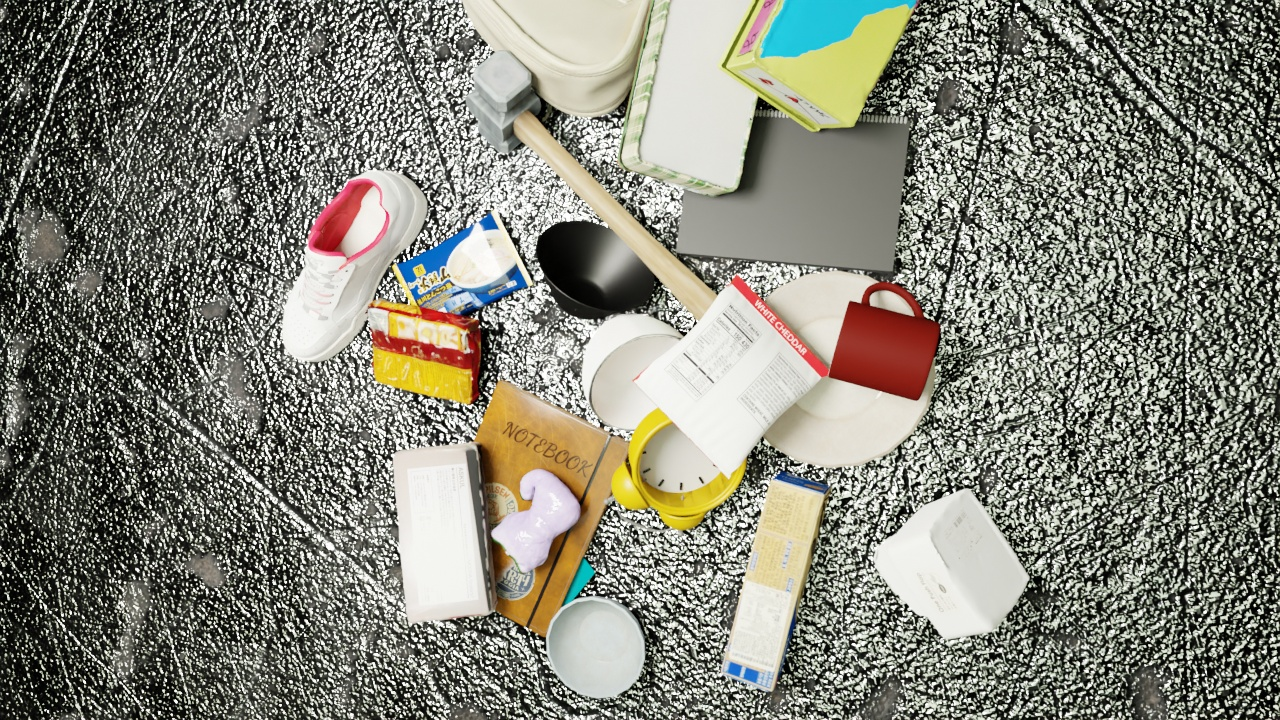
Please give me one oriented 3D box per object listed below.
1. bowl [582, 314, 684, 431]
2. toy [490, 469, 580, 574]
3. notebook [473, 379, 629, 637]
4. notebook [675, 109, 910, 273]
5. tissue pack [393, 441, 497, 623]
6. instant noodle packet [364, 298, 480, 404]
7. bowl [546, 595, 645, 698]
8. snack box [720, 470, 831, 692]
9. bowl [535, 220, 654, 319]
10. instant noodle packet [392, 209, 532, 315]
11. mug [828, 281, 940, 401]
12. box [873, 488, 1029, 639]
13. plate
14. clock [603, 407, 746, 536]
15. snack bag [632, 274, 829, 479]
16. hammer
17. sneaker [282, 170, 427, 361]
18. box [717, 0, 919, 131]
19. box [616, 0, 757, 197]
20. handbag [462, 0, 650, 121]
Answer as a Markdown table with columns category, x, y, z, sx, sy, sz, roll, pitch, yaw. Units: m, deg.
| category | x | y | z | sx | sy | sz | roll | pitch | yaw |
| --- | --- | --- | --- | --- | --- | --- | --- | --- | --- |
| bowl | -0.005 | 0.005 | 0.904 | 0.116 | 0.116 | 0.065 | -46 | 39 | 12 |
| toy | -0.111 | 0.165 | 0.960 | 0.100 | 0.036 | 0.080 | -46 | 72 | 8 |
| notebook | -0.121 | 0.171 | 0.990 | 0.178 | 0.014 | 0.249 | 25 | 99 | 11 |
| notebook | 0.146 | -0.167 | 0.887 | 0.207 | 0.016 | 0.149 | 7 | 86 | 14 |
| tissue pack | -0.211 | 0.180 | 0.978 | 0.104 | 0.071 | 0.181 | -7 | 94 | 0 |
| instant noodle packet | -0.233 | -0.011 | 0.983 | 0.135 | 0.039 | 0.099 | 12 | 117 | 13 |
| bowl | -0.043 | 0.295 | 0.965 | 0.106 | 0.039 | 0.106 | 1 | 94 | 14 |
| snack box | 0.134 | 0.217 | 0.908 | 0.056 | 0.057 | 0.207 | 16 | 98 | 16 |
| bowl | -0.053 | -0.079 | 0.923 | 0.124 | 0.123 | 0.053 | 39 | 134 | 9 |
| instant noodle packet | -0.192 | -0.091 | 0.983 | 0.134 | 0.026 | 0.087 | -25 | 94 | 14 |
| mug | 0.225 | -0.023 | 0.837 | 0.082 | 0.073 | 0.105 | 16 | 68 | 13 |
| box | 0.271 | 0.199 | 0.866 | 0.130 | 0.102 | 0.110 | -33 | 88 | 48 |
| plate | 0.188 | 0.009 | 0.894 | 0.189 | 0.027 | 0.189 | 1 | 94 | 14 |
| clock | 0.037 | 0.106 | 0.909 | 0.113 | 0.052 | 0.152 | 27 | 106 | -21 |
| snack bag | 0.087 | 0.014 | 0.859 | 0.131 | 0.039 | 0.144 | 46 | 80 | -3 |
| hammer | -0.043 | -0.160 | 0.900 | 0.323 | 0.117 | 0.051 | 45 | 76 | 3 |
| sneaker | -0.328 | -0.099 | 0.977 | 0.090 | 0.104 | 0.237 | 41 | 102 | 8 |
| box | 0.178 | -0.331 | 0.816 | 0.124 | 0.082 | 0.221 | 24 | 93 | -21 |
| box | 0.053 | -0.265 | 0.855 | 0.117 | 0.050 | 0.205 | 11 | 89 | -23 |
| handbag | -0.083 | -0.356 | 0.921 | 0.229 | 0.132 | 0.183 | 33 | 76 | 7 |
